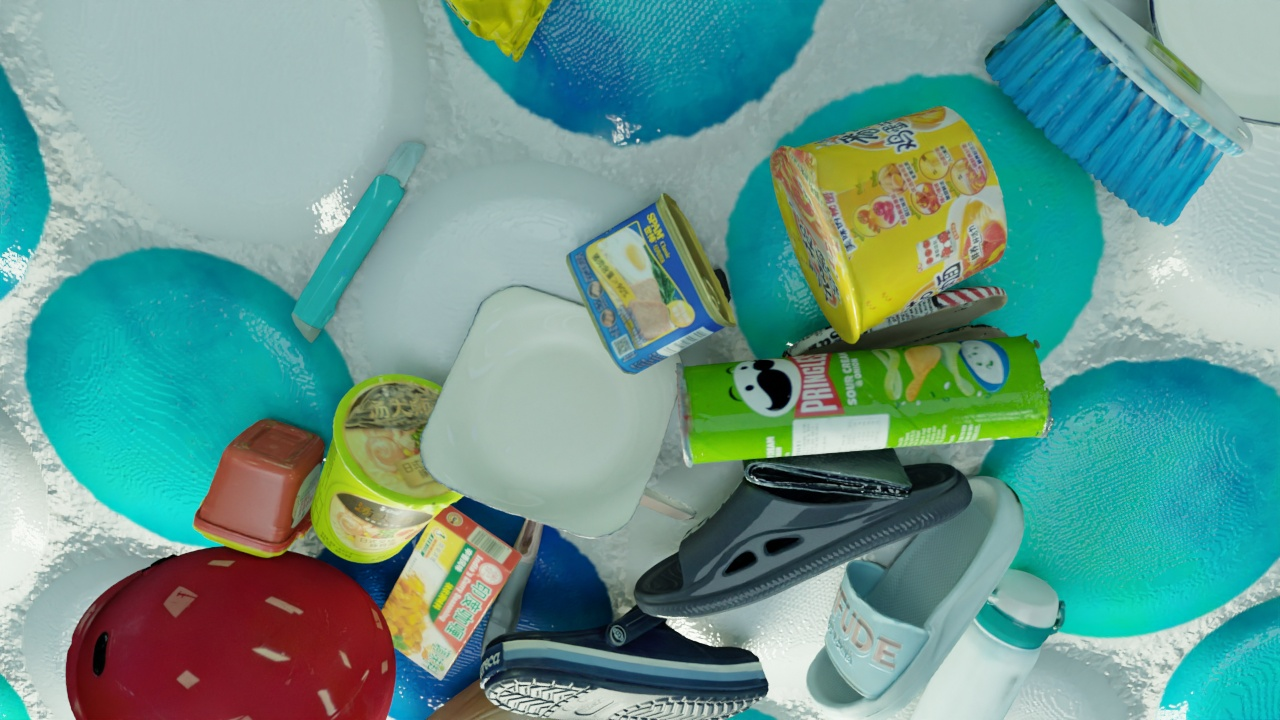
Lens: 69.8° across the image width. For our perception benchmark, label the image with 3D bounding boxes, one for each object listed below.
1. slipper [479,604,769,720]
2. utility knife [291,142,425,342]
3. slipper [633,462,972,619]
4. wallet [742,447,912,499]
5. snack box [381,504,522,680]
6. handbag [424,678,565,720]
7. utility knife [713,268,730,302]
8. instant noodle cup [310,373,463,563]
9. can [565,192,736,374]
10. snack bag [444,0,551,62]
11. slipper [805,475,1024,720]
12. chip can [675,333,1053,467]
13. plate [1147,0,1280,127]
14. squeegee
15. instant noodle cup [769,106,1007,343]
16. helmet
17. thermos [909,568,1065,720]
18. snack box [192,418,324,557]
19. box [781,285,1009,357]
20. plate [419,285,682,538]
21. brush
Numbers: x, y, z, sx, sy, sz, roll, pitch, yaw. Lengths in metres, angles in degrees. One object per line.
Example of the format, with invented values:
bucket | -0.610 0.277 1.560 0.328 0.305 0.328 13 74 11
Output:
slipper | -0.014 0.253 0.769 0.252 0.095 0.105 14 140 -26
utility knife | -0.208 -0.087 0.674 0.029 0.013 0.183 34 112 -15
slipper | 0.114 0.116 0.708 0.268 0.110 0.083 -21 94 6
wallet | 0.133 0.067 0.680 0.121 0.097 0.019 8 111 0
snack box | -0.164 0.195 0.766 0.077 0.027 0.156 34 120 2
handbag | -0.123 0.364 0.817 0.148 0.099 0.205 41 112 -17
utility knife | -0.004 0.004 0.703 0.202 0.015 0.033 -45 83 19
instant noodle cup | -0.191 0.091 0.691 0.111 0.111 0.124 31 130 -10
can | 0.006 -0.051 0.641 0.083 0.057 0.102 -28 77 16
snack bag | -0.121 -0.318 0.542 0.246 0.068 0.158 41 109 -15
slipper | 0.206 0.189 0.729 0.074 0.104 0.246 29 107 -13
chip can | 0.144 0.028 0.615 0.236 0.072 0.072 -5 113 6
plate | 0.411 -0.248 0.560 0.205 0.045 0.205 1 112 2
squeegee | -0.098 0.158 0.761 0.248 0.040 0.250 23 119 10
instant noodle cup | 0.161 -0.093 0.595 0.110 0.138 0.138 -22 111 3
helmet | -0.290 0.230 0.697 0.240 0.206 0.144 39 126 -20
thermos | 0.285 0.280 0.782 0.073 0.073 0.225 15 113 -4
snack box | -0.290 0.097 0.717 0.082 0.091 0.080 21 105 -6
box | 0.185 -0.003 0.658 0.162 0.075 0.086 -16 142 14
plate | -0.062 0.038 0.670 0.163 0.034 0.164 20 70 4
brush | 0.249 -0.220 0.562 0.314 0.060 0.110 40 140 -1
